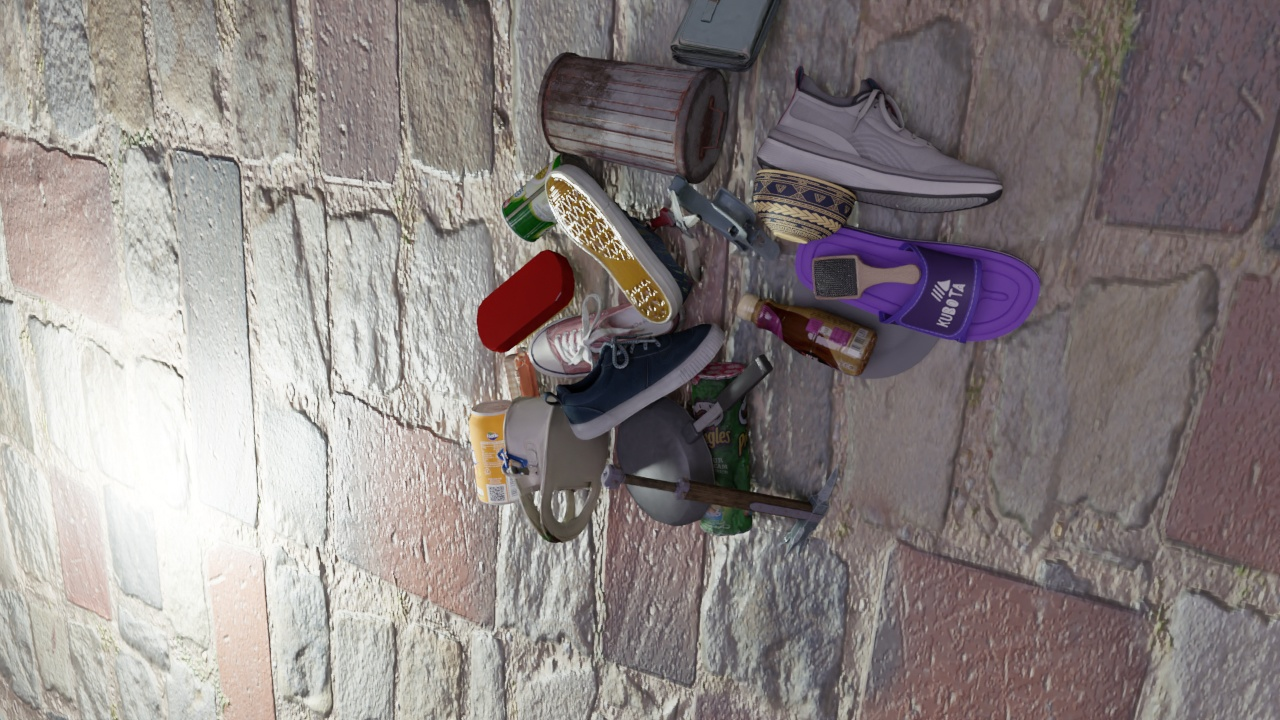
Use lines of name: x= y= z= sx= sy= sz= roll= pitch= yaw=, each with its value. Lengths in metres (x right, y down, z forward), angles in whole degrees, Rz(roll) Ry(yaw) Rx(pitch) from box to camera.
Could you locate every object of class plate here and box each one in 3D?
plate: x=0.271 y=-0.066 z=1.093 sx=0.179 sy=0.012 sz=0.178 roll=7 pitch=108 yaw=24

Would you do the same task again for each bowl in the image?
bowl: x=0.175 y=-0.165 z=1.017 sx=0.112 sy=0.112 sz=0.061 roll=17 pitch=93 yaw=20

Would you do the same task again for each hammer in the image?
hammer: x=0.097 y=0.161 z=1.120 sx=0.316 sy=0.028 sz=0.147 roll=14 pitch=116 yaw=-26

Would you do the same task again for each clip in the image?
clip: x=0.083 y=-0.173 z=1.080 sx=0.141 sy=0.171 sz=0.029 roll=30 pitch=88 yaw=33

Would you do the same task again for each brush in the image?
brush: x=0.244 y=-0.092 z=1.009 sx=0.136 sy=0.015 sz=0.050 roll=2 pitch=102 yaw=46
brush: x=-0.154 y=-0.078 z=1.265 sx=0.174 sy=0.041 sz=0.082 roll=-35 pitch=60 yaw=29

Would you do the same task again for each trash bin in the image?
trash bin: x=-0.001 y=-0.291 z=1.092 sx=0.211 sy=0.130 sz=0.131 roll=16 pitch=111 yaw=22

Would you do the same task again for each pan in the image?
pan: x=0.061 y=0.092 z=1.144 sx=0.178 sy=0.041 sz=0.358 roll=61 pitch=143 yaw=17

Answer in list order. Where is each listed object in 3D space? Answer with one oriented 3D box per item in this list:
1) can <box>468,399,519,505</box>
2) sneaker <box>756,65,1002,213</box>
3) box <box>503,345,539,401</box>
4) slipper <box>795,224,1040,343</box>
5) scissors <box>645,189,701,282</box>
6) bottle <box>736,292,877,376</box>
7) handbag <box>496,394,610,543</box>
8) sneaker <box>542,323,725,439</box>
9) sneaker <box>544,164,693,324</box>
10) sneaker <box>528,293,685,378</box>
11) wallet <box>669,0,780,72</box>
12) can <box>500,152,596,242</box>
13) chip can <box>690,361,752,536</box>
can: x=-0.206 y=0.135 z=1.344 sx=0.079 sy=0.078 sz=0.142 roll=2 pitch=106 yaw=25
sneaker: x=0.268 y=-0.238 z=1.005 sx=0.263 sy=0.096 sz=0.129 roll=17 pitch=94 yaw=13
box: x=-0.157 y=0.073 z=1.308 sx=0.043 sy=0.083 sz=0.187 roll=-5 pitch=101 yaw=20
slipper: x=0.296 y=-0.084 z=1.019 sx=0.267 sy=0.083 sz=0.107 roll=18 pitch=112 yaw=20
scissors: x=0.047 y=-0.153 z=1.108 sx=0.193 sy=0.015 sz=0.179 roll=39 pitch=166 yaw=52
bottle: x=0.195 y=-0.038 z=1.095 sx=0.166 sy=0.059 sz=0.060 roll=24 pitch=114 yaw=18
handbag: x=-0.116 y=0.144 z=1.233 sx=0.093 sy=0.200 sz=0.199 roll=-1 pitch=82 yaw=23
sneaker: x=-0.007 y=0.007 z=1.145 sx=0.235 sy=0.089 sz=0.087 roll=-33 pitch=107 yaw=-7
sneaker: x=-0.019 y=-0.155 z=1.138 sx=0.235 sy=0.079 sz=0.088 roll=50 pitch=142 yaw=-1
sneaker: x=-0.058 y=-0.028 z=1.220 sx=0.242 sy=0.087 sz=0.118 roll=-19 pitch=96 yaw=28
wallet: x=0.097 y=-0.387 z=1.025 sx=0.100 sy=0.054 sz=0.131 roll=13 pitch=74 yaw=23
can: x=-0.122 y=-0.214 z=1.207 sx=0.121 sy=0.067 sz=0.067 roll=-34 pitch=89 yaw=29
chip can: x=0.105 y=0.117 z=1.193 sx=0.075 sy=0.075 sz=0.223 roll=2 pitch=106 yaw=25
